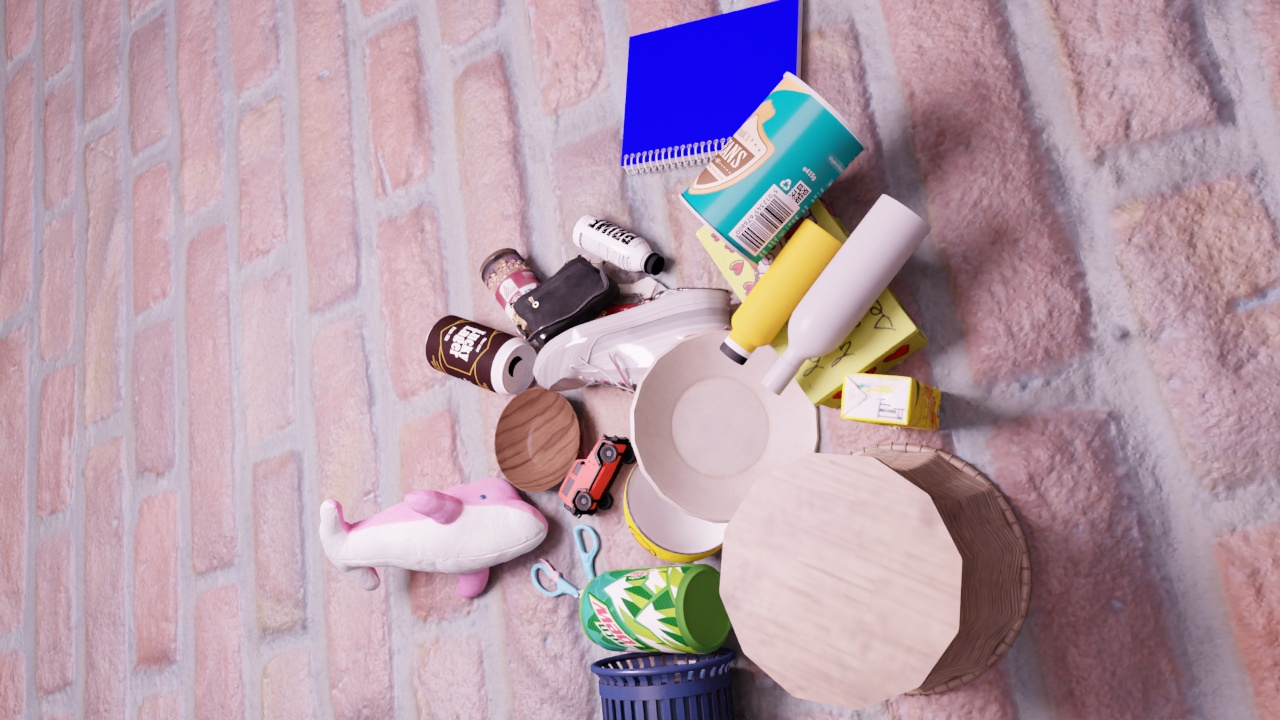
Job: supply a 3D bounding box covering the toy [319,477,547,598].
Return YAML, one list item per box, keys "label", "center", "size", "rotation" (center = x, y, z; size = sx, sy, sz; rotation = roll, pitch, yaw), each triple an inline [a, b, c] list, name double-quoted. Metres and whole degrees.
- label: "toy"
  center: [-0.233, 0.187, 1.064]
  size: [0.266, 0.187, 0.127]
  rotation: [-9, 37, 7]

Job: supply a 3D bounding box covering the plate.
- label: "plate"
  center: [0.082, 0.065, 0.905]
  size: [0.188, 0.027, 0.188]
  rotation: [1, 81, -9]

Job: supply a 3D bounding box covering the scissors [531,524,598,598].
- label: "scissors"
  center: [-0.058, 0.240, 1.014]
  size: [0.139, 0.015, 0.118]
  rotation: [25, 96, 25]

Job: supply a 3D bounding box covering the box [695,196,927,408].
- label: "box"
  center: [0.165, -0.073, 0.894]
  size: [0.125, 0.079, 0.221]
  rotation: [-37, 64, 20]

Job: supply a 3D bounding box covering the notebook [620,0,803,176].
- label: "notebook"
  center: [0.076, -0.299, 1.018]
  size: [0.209, 0.022, 0.171]
  rotation: [-2, 79, 30]

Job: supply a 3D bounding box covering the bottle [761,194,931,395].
- label: "bottle"
  center: [0.175, -0.052, 0.815]
  size: [0.052, 0.052, 0.195]
  rotation: [42, 102, 29]

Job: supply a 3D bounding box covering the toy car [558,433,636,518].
- label: "toy car"
  center: [-0.049, 0.123, 1.001]
  size: [0.049, 0.051, 0.100]
  rotation: [32, 98, 29]

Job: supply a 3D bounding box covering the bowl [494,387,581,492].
- label: "bowl"
  center: [-0.111, 0.092, 1.054]
  size: [0.119, 0.032, 0.119]
  rotation: [-6, 79, 29]

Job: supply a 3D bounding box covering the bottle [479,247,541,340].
- label: "bottle"
  center: [-0.142, -0.079, 1.086]
  size: [0.056, 0.056, 0.105]
  rotation: [-46, 63, 16]

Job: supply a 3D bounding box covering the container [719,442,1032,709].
- label: "container"
  center: [0.193, 0.176, 0.766]
  size: [0.227, 0.196, 0.226]
  rotation: [-6, 79, 29]

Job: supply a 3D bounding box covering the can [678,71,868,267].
- label: "can"
  center: [0.119, -0.172, 0.835]
  size: [0.144, 0.099, 0.099]
  rotation: [-48, 62, 14]

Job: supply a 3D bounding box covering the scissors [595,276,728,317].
- label: "scissors"
  center: [0.004, -0.063, 1.023]
  size: [0.189, 0.015, 0.140]
  rotation: [36, 99, 30]

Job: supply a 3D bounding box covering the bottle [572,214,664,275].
- label: "bottle"
  center: [-0.023, -0.127, 1.034]
  size: [0.116, 0.041, 0.041]
  rotation: [29, 97, 31]

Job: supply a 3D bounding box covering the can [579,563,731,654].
- label: "can"
  center: [0.013, 0.247, 0.911]
  size: [0.144, 0.083, 0.083]
  rotation: [-16, 73, 43]

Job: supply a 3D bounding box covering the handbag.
- label: "handbag"
  center: [-0.085, -0.069, 1.017]
  size: [0.128, 0.054, 0.079]
  rotation: [-39, 62, -14]

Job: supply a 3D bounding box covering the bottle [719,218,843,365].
- label: "bottle"
  center: [0.126, -0.060, 0.847]
  size: [0.043, 0.043, 0.144]
  rotation: [43, 104, 29]

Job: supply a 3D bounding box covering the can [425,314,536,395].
- label: "can"
  center: [-0.192, -0.007, 1.095]
  size: [0.129, 0.071, 0.072]
  rotation: [18, 91, 31]

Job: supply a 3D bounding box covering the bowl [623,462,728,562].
- label: "bowl"
  center: [0.039, 0.151, 0.925]
  size: [0.117, 0.068, 0.117]
  rotation: [4, 58, -7]

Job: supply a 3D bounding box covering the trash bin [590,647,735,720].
- label: "trash bin"
  center: [0.033, 0.406, 0.858]
  size: [0.139, 0.139, 0.249]
  rotation: [-11, 78, 28]

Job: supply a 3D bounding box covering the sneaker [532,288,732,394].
- label: "sneaker"
  center: [-0.006, 0.005, 0.970]
  size: [0.237, 0.099, 0.089]
  rotation: [-21, 66, 20]

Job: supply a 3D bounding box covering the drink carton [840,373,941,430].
- label: "drink carton"
  center: [0.224, 0.039, 0.808]
  size: [0.059, 0.134, 0.043]
  rotation: [4, 86, 28]
